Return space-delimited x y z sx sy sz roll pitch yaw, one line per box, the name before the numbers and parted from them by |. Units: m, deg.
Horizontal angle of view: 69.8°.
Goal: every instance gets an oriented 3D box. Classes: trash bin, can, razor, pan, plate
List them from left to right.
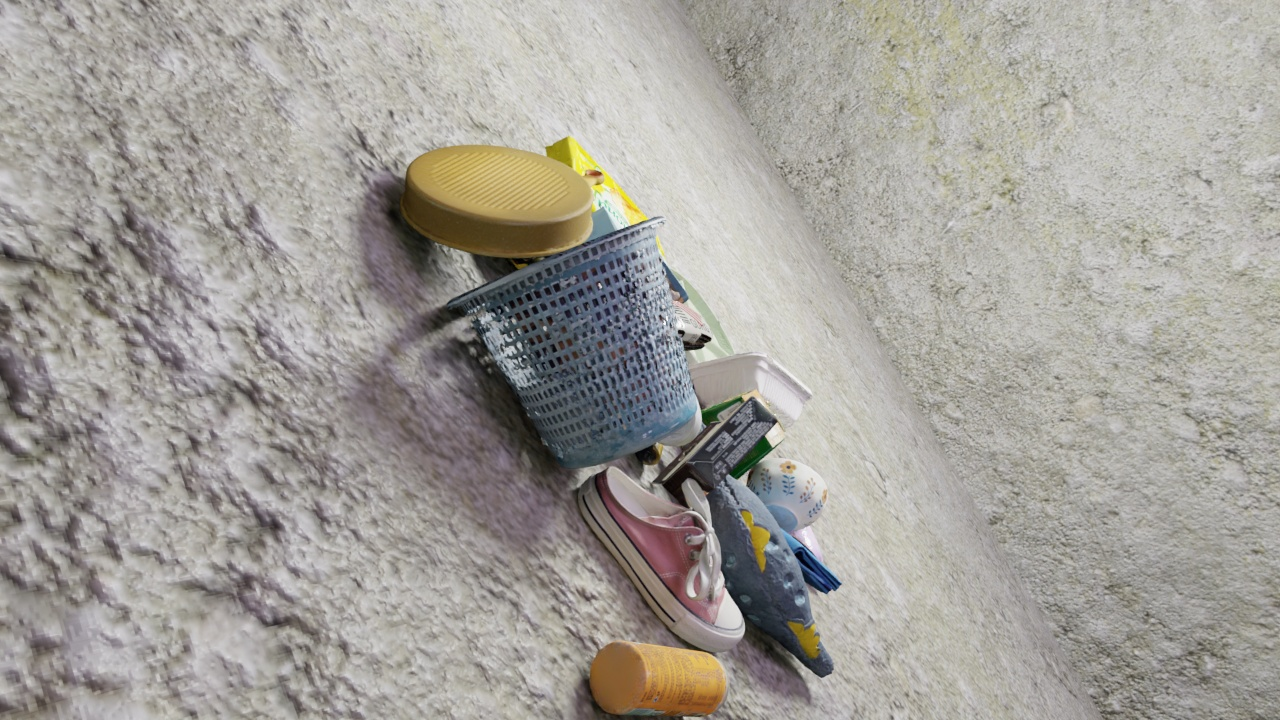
pan | -0.117 -0.187 1.015 0.198 0.078 0.356 22 34 14
trash bin | -0.047 -0.009 0.894 0.195 0.227 0.226 68 20 -6
razor | 0.023 0.067 1.121 0.067 0.062 0.167 23 34 -7
can | 0.020 0.280 0.802 0.146 0.058 0.058 30 34 -50
plate | 0.085 -0.049 1.453 0.230 0.028 0.229 46 23 -26

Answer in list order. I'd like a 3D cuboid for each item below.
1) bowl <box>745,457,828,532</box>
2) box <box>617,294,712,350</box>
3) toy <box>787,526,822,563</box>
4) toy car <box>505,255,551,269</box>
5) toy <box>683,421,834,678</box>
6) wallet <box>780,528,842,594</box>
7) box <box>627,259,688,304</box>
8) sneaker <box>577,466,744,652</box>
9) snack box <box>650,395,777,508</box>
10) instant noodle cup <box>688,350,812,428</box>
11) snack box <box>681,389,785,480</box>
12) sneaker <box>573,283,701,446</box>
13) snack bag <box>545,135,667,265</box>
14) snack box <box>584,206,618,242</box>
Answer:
bowl | 0.193 0.193 1.245 0.113 0.114 0.062 50 42 -18
box | 0.029 -0.046 1.049 0.072 0.060 0.164 29 16 31
toy | 0.235 0.262 1.322 0.084 0.039 0.108 41 20 -43
toy car | -0.122 -0.120 1.080 0.071 0.041 0.155 63 12 16
toy | 0.131 0.226 1.081 0.356 0.091 0.137 62 9 6
wallet | 0.186 0.239 1.169 0.106 0.040 0.133 44 -7 -30
box | 0.002 -0.086 1.191 0.090 0.062 0.184 55 -7 -3
sneaker | 0.041 0.195 0.928 0.241 0.088 0.118 51 22 -13
snack box | 0.081 0.104 1.027 0.053 0.126 0.113 45 65 6
instant noodle cup | 0.160 0.055 1.347 0.173 0.138 0.060 33 53 -46
snack box | 0.122 0.099 1.215 0.118 0.106 0.117 58 22 7
sneaker | -0.006 0.006 1.096 0.242 0.089 0.090 54 12 21
snack bag | -0.052 -0.197 1.308 0.246 0.068 0.157 42 25 -34
snack box | -0.057 -0.136 1.132 0.051 0.074 0.175 60 2 3
